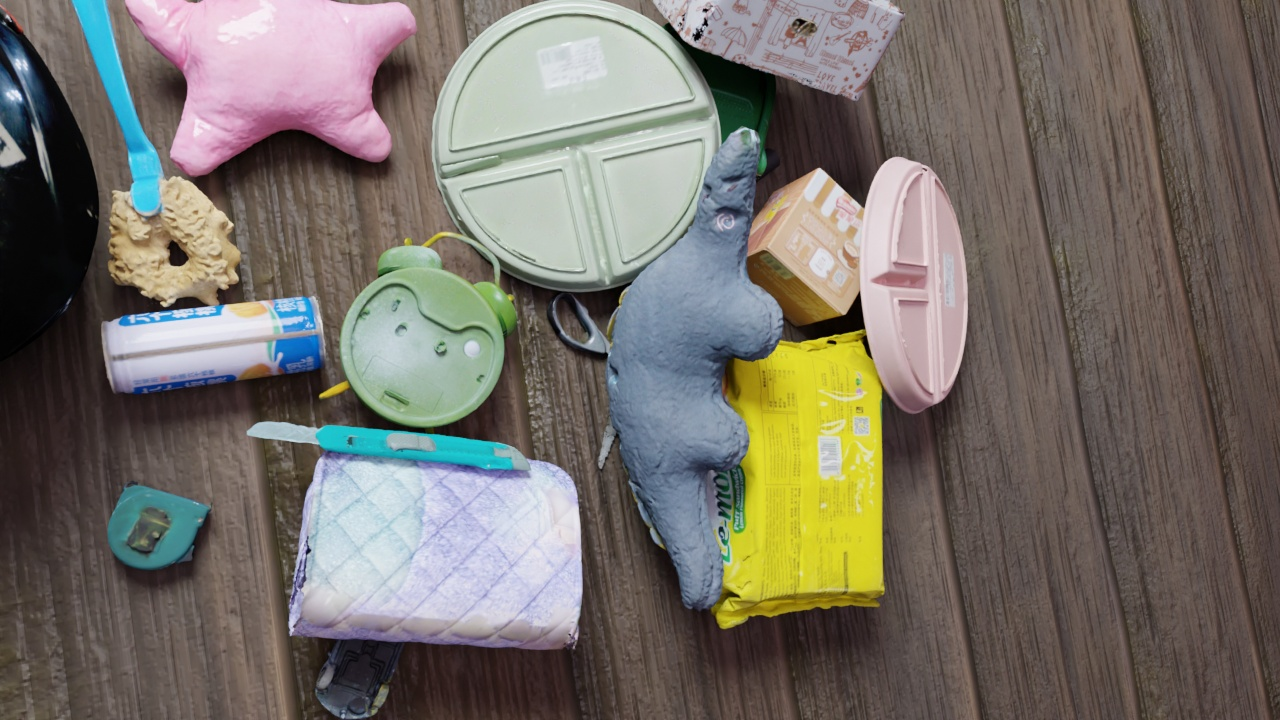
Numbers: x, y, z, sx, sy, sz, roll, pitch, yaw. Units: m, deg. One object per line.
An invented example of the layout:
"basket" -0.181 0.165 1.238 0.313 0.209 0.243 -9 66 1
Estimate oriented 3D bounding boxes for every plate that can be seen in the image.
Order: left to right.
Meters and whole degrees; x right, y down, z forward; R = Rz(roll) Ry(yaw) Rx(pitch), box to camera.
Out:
"plate" -0.049 -0.168 0.719 0.230 0.027 0.230 0 96 -3
"plate" 0.251 -0.067 0.819 0.229 0.028 0.229 6 82 -55

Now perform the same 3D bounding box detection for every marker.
"marker" 0.076 -0.148 0.820 0.131 0.020 0.022 -39 88 -22

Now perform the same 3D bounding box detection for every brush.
"brush" -0.328 -0.151 0.592 0.083 0.046 0.255 -11 112 -9

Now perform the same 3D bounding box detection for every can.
"can" -0.289 -0.011 0.629 0.134 0.053 0.053 -9 87 -24

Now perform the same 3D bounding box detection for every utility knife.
"utility knife" -0.169 0.058 0.636 0.193 0.029 0.013 8 123 -22

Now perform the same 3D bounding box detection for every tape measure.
"tape measure" -0.325 0.113 0.615 0.058 0.025 0.054 22 74 -18

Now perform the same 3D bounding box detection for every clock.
"clock" -0.158 -0.022 0.686 0.116 0.056 0.161 30 73 -18

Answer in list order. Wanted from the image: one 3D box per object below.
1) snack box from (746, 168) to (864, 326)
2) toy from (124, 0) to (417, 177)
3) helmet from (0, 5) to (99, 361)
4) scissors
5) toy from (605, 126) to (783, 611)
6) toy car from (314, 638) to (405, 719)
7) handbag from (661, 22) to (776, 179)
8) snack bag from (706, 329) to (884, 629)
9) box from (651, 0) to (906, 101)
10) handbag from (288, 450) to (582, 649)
"snack box" 0.148 -0.097 0.813 0.093 0.077 0.094 39 71 -14
"toy" -0.254 -0.227 0.658 0.194 0.075 0.178 -14 103 -27
"helmet" -0.428 -0.106 0.489 0.233 0.230 0.275 -37 137 -23
"scissors" -0.005 0.004 0.773 0.159 0.014 0.177 -41 103 -20
"toy" 0.034 0.003 0.704 0.091 0.138 0.356 0 101 -41
"toy car" -0.194 0.201 0.654 0.049 0.031 0.105 26 64 -16
"handbag" 0.050 -0.217 0.782 0.131 0.068 0.120 3 77 -31
"snack bag" 0.132 0.092 0.765 0.157 0.068 0.246 3 82 -24
"box" 0.087 -0.335 0.776 0.177 0.088 0.261 8 39 -29
"handbag" -0.140 0.134 0.649 0.193 0.076 0.134 10 50 -20
